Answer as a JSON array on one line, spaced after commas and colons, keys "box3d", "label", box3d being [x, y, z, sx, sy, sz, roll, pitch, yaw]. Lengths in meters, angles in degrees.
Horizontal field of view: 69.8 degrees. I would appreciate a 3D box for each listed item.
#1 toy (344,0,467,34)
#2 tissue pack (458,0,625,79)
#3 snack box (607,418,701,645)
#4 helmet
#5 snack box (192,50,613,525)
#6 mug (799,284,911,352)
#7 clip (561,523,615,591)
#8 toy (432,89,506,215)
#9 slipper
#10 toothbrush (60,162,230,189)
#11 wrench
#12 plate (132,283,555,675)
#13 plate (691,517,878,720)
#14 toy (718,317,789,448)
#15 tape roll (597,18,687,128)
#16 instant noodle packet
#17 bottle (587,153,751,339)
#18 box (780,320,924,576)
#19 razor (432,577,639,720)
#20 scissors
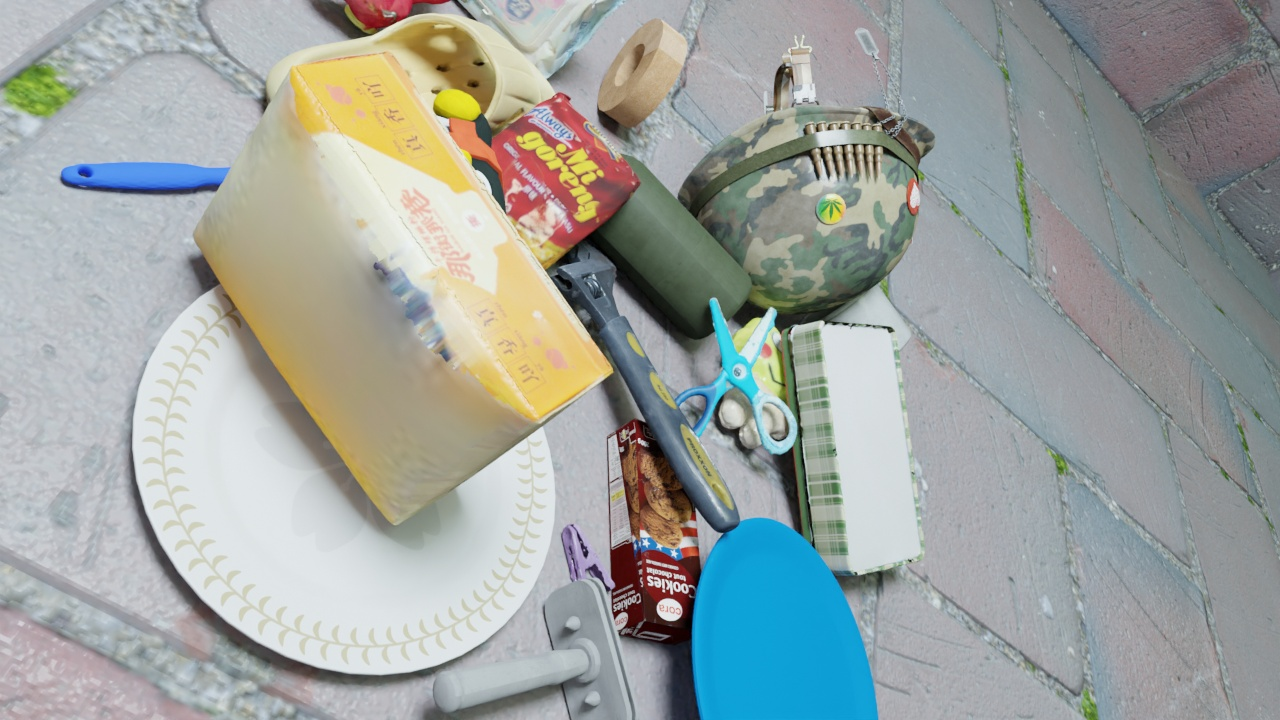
[{"box3d": [-0.181, -0.291, 0.688, 0.105, 0.067, 0.137, 16, 41, -9], "label": "toy"}, {"box3d": [-0.104, -0.332, 0.754, 0.182, 0.112, 0.069, 44, 40, -12], "label": "tissue pack"}, {"box3d": [0.009, 0.114, 0.617, 0.051, 0.032, 0.140, 22, 50, -33], "label": "snack box"}, {"box3d": [0.147, -0.164, 0.812, 0.193, 0.224, 0.236, 76, -10, -80], "label": "helmet"}, {"box3d": [-0.130, -0.029, 0.463, 0.195, 0.145, 0.080, 55, 40, 1], "label": "snack box"}, {"box3d": [0.196, -0.023, 0.860, 0.070, 0.085, 0.112, 53, 47, -6], "label": "mug"}, {"box3d": [-0.037, 0.131, 0.576, 0.050, 0.014, 0.046, 48, 43, -13], "label": "clip"}, {"box3d": [-0.126, -0.095, 0.566, 0.097, 0.100, 0.119, -17, 58, -33], "label": "toy"}, {"box3d": [-0.143, -0.207, 0.658, 0.111, 0.079, 0.260, 54, 40, 4], "label": "slipper"}, {"box3d": [-0.240, -0.107, 0.543, 0.182, 0.018, 0.016, -11, 71, -45], "label": "toothbrush"}, {"box3d": [-0.004, 0.004, 0.652, 0.073, 0.022, 0.273, 9, 44, -51], "label": "wrench"}, {"box3d": [-0.152, 0.053, 0.514, 0.242, 0.016, 0.242, 25, 48, -31], "label": "plate"}, {"box3d": [0.096, 0.219, 0.620, 0.224, 0.024, 0.223, 31, 47, -41], "label": "plate"}, {"box3d": [0.101, 0.022, 0.763, 0.092, 0.046, 0.115, 48, 48, -17], "label": "toy"}, {"box3d": [0.001, -0.256, 0.819, 0.027, 0.094, 0.093, 28, 46, -28], "label": "tape roll"}, {"box3d": [-0.075, -0.121, 0.655, 0.135, 0.040, 0.098, -42, 91, -13], "label": "instant noodle packet"}, {"box3d": [-0.003, -0.109, 0.728, 0.207, 0.072, 0.071, 45, 41, -13], "label": "bottle"}, {"box3d": [0.174, 0.070, 0.757, 0.117, 0.050, 0.205, -1, 80, -42], "label": "box"}, {"box3d": [-0.059, 0.168, 0.493, 0.116, 0.047, 0.088, 7, 59, -48], "label": "razor"}, {"box3d": [0.067, 0.019, 0.707, 0.134, 0.012, 0.134, -21, 97, -18], "label": "scissors"}]
